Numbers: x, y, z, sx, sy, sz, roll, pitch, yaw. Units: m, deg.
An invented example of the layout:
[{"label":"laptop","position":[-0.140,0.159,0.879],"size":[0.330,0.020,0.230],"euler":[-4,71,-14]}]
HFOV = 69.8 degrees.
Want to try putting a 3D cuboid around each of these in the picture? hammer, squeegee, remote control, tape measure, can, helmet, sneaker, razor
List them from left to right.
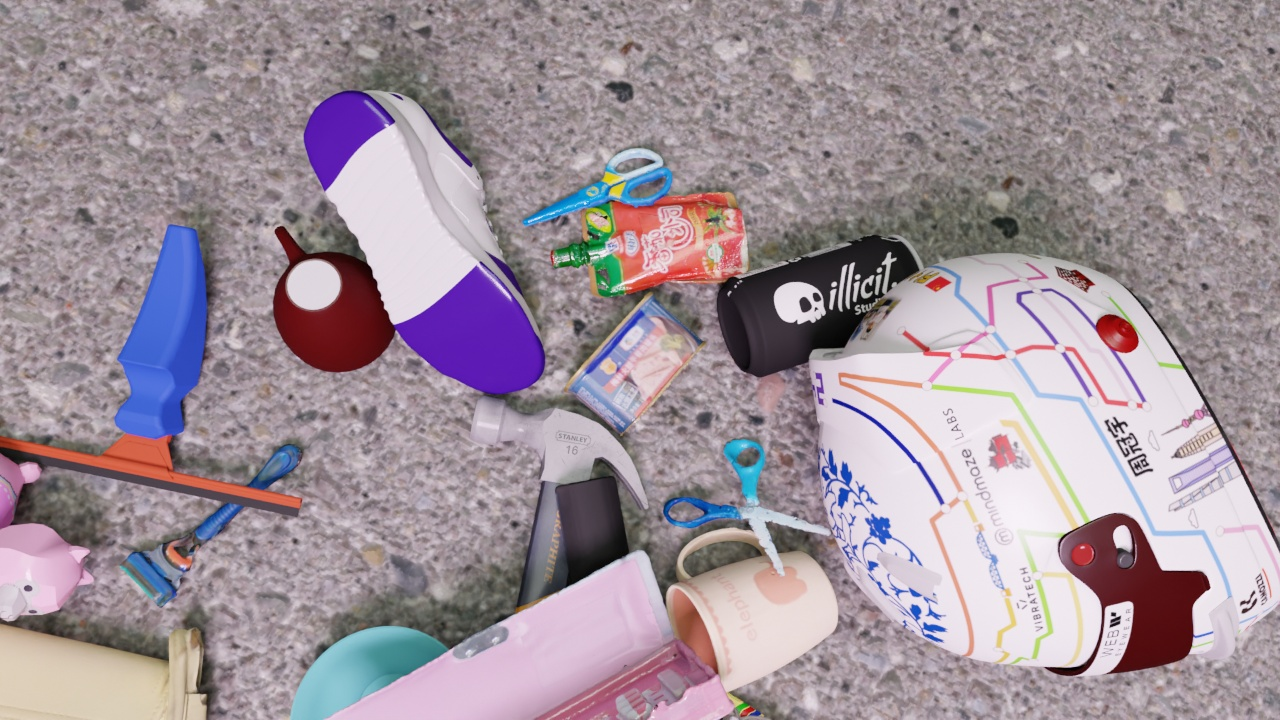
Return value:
[{"label":"squeegee","position":[-0.343,-0.005,0.659],"size":[0.249,0.055,0.185],"euler":[11,92,5]},{"label":"razor","position":[-0.300,0.113,0.660],"size":[0.140,0.018,0.044],"euler":[-43,89,-16]},{"label":"sneaker","position":[-0.147,-0.091,0.688],"size":[0.092,0.111,0.244],"euler":[-24,109,17]},{"label":"hammer","position":[-0.081,0.190,0.661],"size":[0.139,0.035,0.312],"euler":[12,78,-7]},{"label":"remote control","position":[-0.027,0.154,0.651],"size":[0.045,0.021,0.140],"euler":[-9,85,-14]},{"label":"can","position":[-0.004,0.004,0.698],"size":[0.059,0.054,0.099],"euler":[42,77,1]},{"label":"tape measure","position":[0.080,0.287,0.656],"size":[0.062,0.020,0.060],"euler":[20,95,-3]},{"label":"can","position":[0.139,-0.044,0.709],"size":[0.146,0.080,0.080],"euler":[-18,81,-10]},{"label":"helmet","position":[0.246,0.087,0.617],"size":[0.236,0.231,0.314],"euler":[-29,93,-1]}]

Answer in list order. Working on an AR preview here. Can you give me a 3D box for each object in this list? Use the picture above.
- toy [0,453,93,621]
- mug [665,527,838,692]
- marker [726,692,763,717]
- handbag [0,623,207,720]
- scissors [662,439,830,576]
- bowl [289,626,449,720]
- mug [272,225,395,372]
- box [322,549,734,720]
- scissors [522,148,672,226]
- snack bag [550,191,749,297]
[{"label":"toy","position":[-0.439,0.110,0.602],"size":[0.157,0.067,0.123],"euler":[11,38,-12]},{"label":"mug","position":[0.076,0.171,0.664],"size":[0.104,0.085,0.111],"euler":[-15,51,-20]},{"label":"marker","position":[0.031,0.231,0.674],"size":[0.132,0.014,0.014],"euler":[33,77,1]},{"label":"handbag","position":[-0.397,0.252,0.594],"size":[0.233,0.089,0.190],"euler":[15,62,-3]},{"label":"scissors","position":[0.071,0.115,0.674],"size":[0.115,0.014,0.130],"euler":[-24,45,-2]},{"label":"bowl","position":[-0.173,0.245,0.632],"size":[0.121,0.046,0.121],"euler":[1,78,-6]},{"label":"mug","position":[-0.234,-0.053,0.665],"size":[0.087,0.088,0.114],"euler":[-34,84,-12]},{"label":"box","position":[-0.074,0.216,0.577],"size":[0.232,0.099,0.112],"euler":[-25,96,-14]},{"label":"scissors","position":[-0.036,-0.133,0.736],"size":[0.126,0.023,0.061],"euler":[-21,60,-9]},{"label":"snack bag","position":[0.006,-0.091,0.730],"size":[0.155,0.044,0.087],"euler":[-8,66,-1]}]
